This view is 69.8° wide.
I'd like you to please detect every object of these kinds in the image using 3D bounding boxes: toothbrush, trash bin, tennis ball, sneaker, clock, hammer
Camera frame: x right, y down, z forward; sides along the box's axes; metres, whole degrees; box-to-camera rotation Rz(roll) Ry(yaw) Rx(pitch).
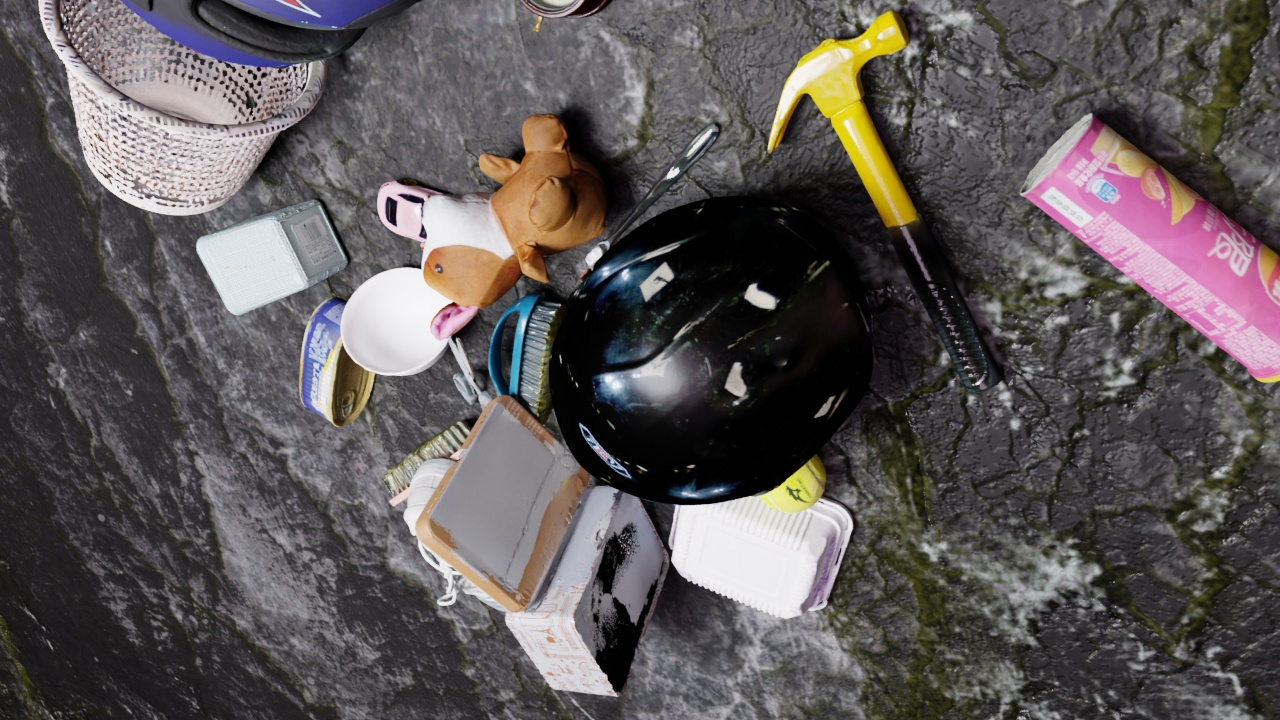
[{"bbox_3d":[0.007,-0.142,0.805,0.015,0.018,0.182,48,124,1],"label":"toothbrush"},{"bbox_3d":[-0.433,-0.248,0.863,0.227,0.226,0.193,47,138,-2],"label":"trash bin"},{"bbox_3d":[0.136,0.107,0.839,0.065,0.065,0.065,11,119,21],"label":"tennis ball"},{"bbox_3d":[-0.184,0.219,1.006,0.090,0.090,0.242,-10,130,17],"label":"sneaker"},{"bbox_3d":[-0.051,-0.317,0.719,0.122,0.055,0.082,-25,102,32],"label":"clock"},{"bbox_3d":[0.204,-0.107,0.716,0.129,0.032,0.301,-24,103,34],"label":"hammer"}]

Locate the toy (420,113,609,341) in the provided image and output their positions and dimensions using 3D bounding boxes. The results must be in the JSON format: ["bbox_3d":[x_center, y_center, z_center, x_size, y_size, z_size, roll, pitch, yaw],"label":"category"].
[{"bbox_3d":[-0.127,-0.115,0.805,0.130,0.140,0.200,28,132,-37],"label":"toy"}]

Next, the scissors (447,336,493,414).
[{"bbox_3d":[-0.176,0.013,0.920,0.156,0.014,0.168,17,146,57],"label":"scissors"}]

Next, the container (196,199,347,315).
[{"bbox_3d":[-0.384,-0.111,0.970,0.112,0.089,0.090,-11,110,27],"label":"container"}]

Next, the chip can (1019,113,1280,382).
[{"bbox_3d":[0.368,-0.078,0.628,0.210,0.071,0.072,39,125,4],"label":"chip can"}]

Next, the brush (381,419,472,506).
[{"bbox_3d":[-0.219,0.119,1.022,0.146,0.063,0.073,-34,93,33],"label":"brush"}]

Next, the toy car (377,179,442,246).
[{"bbox_3d":[-0.205,-0.139,0.898,0.122,0.037,0.056,20,123,15],"label":"toy car"}]

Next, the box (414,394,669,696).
[{"bbox_3d":[-0.083,0.177,0.882,0.105,0.178,0.261,-7,126,28],"label":"box"}]

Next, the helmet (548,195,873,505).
[{"bbox_3d":[0.054,-0.005,0.724,0.274,0.230,0.233,-44,92,-3],"label":"helmet"}]

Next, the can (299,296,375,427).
[{"bbox_3d":[-0.332,0.003,1.010,0.049,0.074,0.148,27,124,14],"label":"can"}]

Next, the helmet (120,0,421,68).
[{"bbox_3d":[-0.306,-0.351,0.718,0.315,0.246,0.241,41,146,-5],"label":"helmet"}]

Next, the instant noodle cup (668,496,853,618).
[{"bbox_3d":[0.107,0.181,0.896,0.173,0.060,0.138,18,121,15],"label":"instant noodle cup"}]

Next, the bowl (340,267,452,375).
[{"bbox_3d":[-0.240,-0.029,0.946,0.118,0.118,0.065,23,162,14],"label":"bowl"}]

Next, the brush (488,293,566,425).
[{"bbox_3d":[-0.115,-0.003,0.910,0.073,0.055,0.144,18,124,13],"label":"brush"}]
